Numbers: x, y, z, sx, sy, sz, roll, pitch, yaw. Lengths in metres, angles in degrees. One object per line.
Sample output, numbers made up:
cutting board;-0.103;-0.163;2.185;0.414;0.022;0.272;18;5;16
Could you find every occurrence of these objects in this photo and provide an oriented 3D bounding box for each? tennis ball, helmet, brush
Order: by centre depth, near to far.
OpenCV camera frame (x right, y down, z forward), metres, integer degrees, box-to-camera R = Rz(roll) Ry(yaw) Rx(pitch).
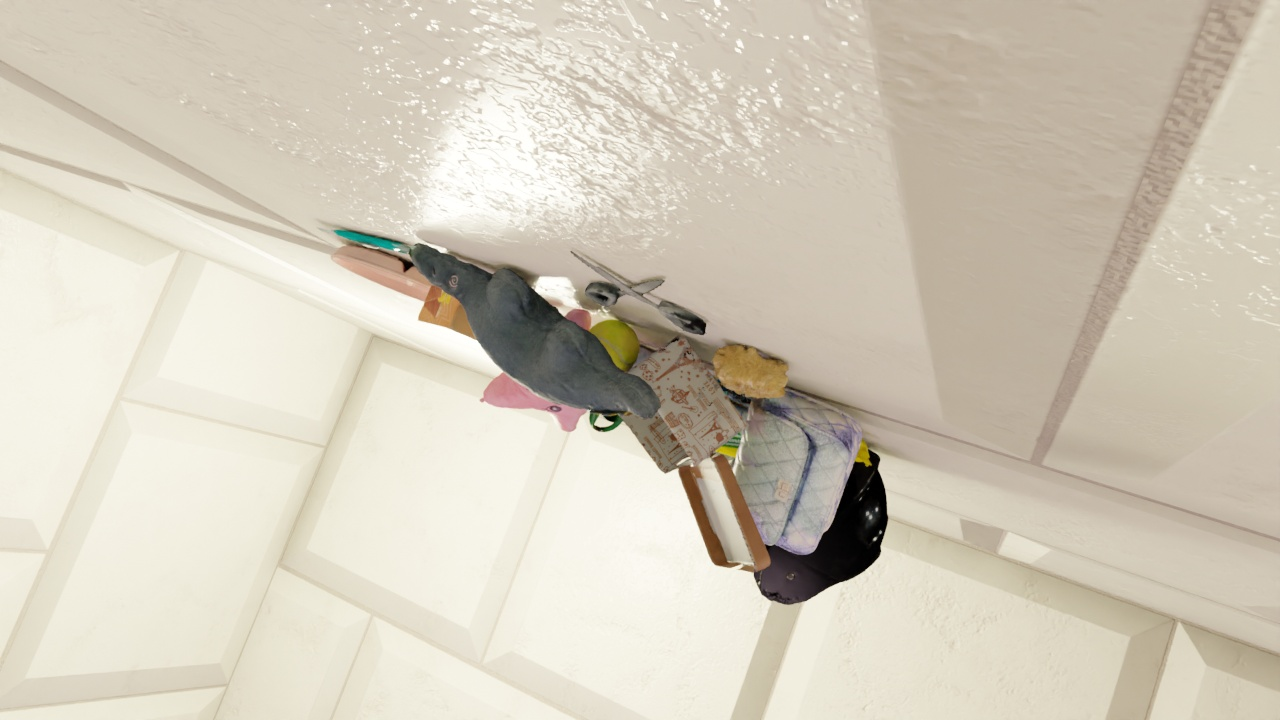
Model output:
brush;0.111;0.017;1.025;0.083;0.046;0.255;17;177;0
tennis ball;-0.034;-0.015;1.060;0.065;0.065;0.065;20;174;2
helmet;0.235;0.211;1.372;0.275;0.230;0.233;20;-161;13

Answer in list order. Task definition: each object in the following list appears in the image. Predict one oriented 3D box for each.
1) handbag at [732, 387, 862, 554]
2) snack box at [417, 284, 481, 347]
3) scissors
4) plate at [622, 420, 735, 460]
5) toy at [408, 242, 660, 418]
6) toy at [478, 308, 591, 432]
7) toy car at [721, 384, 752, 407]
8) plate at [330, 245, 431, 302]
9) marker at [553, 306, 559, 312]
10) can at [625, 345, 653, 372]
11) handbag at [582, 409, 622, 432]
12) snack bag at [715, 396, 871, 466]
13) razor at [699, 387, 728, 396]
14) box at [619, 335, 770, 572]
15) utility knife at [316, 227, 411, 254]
handbag;0.177;0.135;1.102;0.134;0.194;0.075;24;-145;21
snack box;-0.207;-0.063;1.143;0.092;0.077;0.094;26;172;-37
scissors;-0.001;-0.059;0.836;0.159;0.014;0.177;22;172;-14
plate;0.048;0.093;1.374;0.230;0.027;0.230;23;-170;-5
toy;-0.113;-0.022;0.999;0.356;0.091;0.138;34;163;22
toy;-0.113;0.026;1.137;0.179;0.074;0.195;-19;133;8
toy car;0.148;0.048;1.162;0.049;0.031;0.106;24;171;-41
plate;-0.329;-0.114;1.318;0.229;0.028;0.229;19;173;2
marker;-0.145;-0.065;1.189;0.022;0.020;0.132;23;173;-32
can;-0.007;0.007;1.203;0.134;0.053;0.053;24;173;-23
handbag;-0.058;0.034;1.285;0.068;0.120;0.131;23;177;-32
snack bag;0.175;0.102;1.237;0.247;0.068;0.157;15;-176;32
razor;0.041;0.033;1.173;0.143;0.022;0.043;5;151;7
box;0.069;0.113;1.059;0.262;0.088;0.178;55;166;2
utility knife;-0.343;-0.149;1.138;0.193;0.013;0.029;16;172;35
